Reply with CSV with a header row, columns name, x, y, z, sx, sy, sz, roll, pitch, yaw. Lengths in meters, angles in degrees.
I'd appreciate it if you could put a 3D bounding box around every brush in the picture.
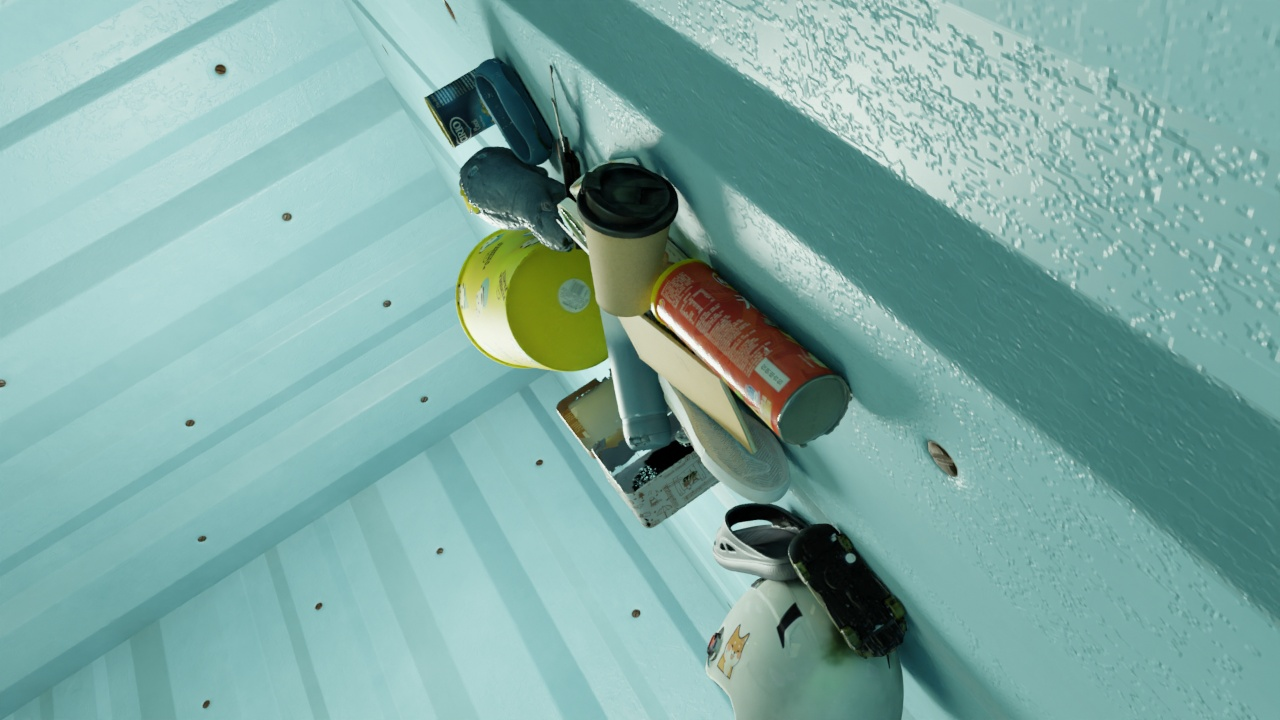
name,x,y,z,sx,sy,sz,roll,pitch,yaw
brush,-0.159,-0.313,1.158,0.144,0.055,0.073,59,174,-17

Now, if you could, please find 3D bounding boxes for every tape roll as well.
name,x,y,z,sx,sy,sz,roll,pitch,yaw
tape roll,-0.060,-0.143,1.018,0.086,0.014,0.086,50,174,6

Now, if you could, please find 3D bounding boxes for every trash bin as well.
name,x,y,z,sx,sy,sz,roll,pitch,yaw
trash bin,-0.137,-0.088,1.343,0.229,0.229,0.255,60,166,-16

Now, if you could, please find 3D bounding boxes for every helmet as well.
name,x,y,z,sx,sy,sz,roll,pitch,yaw
helmet,0.203,0.340,1.079,0.273,0.230,0.157,-97,19,-66

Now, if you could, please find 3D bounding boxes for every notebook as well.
name,x,y,z,sx,sy,sz,roll,pitch,yaw
notebook,0.040,0.005,1.008,0.211,0.012,0.149,41,168,39

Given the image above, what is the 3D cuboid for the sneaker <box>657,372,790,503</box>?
name,x,y,z,sx,sy,sz,roll,pitch,yaw
sneaker,0.091,0.091,1.092,0.242,0.089,0.091,55,157,40

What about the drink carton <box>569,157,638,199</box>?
name,x,y,z,sx,sy,sz,roll,pitch,yaw
drink carton,-0.031,-0.176,0.946,0.045,0.053,0.122,56,172,-18

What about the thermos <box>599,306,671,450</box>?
name,x,y,z,sx,sy,sz,roll,pitch,yaw
thermos,-0.007,0.007,1.186,0.070,0.070,0.220,129,130,-81

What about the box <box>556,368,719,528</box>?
name,x,y,z,sx,sy,sz,roll,pitch,yaw
box,0.009,0.093,1.292,0.260,0.177,0.082,45,165,50

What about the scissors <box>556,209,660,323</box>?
name,x,y,z,sx,sy,sz,roll,pitch,yaw
scissors,-0.031,-0.093,0.989,0.159,0.014,0.181,37,168,48

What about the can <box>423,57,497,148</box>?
name,x,y,z,sx,sy,sz,roll,pitch,yaw
can,-0.220,-0.342,1.216,0.075,0.111,0.075,57,174,10

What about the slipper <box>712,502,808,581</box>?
name,x,y,z,sx,sy,sz,roll,pitch,yaw
slipper,0.164,0.223,1.190,0.268,0.110,0.083,163,90,-76

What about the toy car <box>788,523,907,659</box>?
name,x,y,z,sx,sy,sz,roll,pitch,yaw
toy car,0.225,0.249,1.004,0.158,0.070,0.042,56,173,27

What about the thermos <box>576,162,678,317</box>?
name,x,y,z,sx,sy,sz,roll,pitch,yaw
thermos,-0.014,-0.111,0.865,0.093,0.093,0.143,52,154,33

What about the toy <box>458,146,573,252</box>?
name,x,y,z,sx,sy,sz,roll,pitch,yaw
toy,-0.173,-0.231,1.242,0.356,0.137,0.091,-123,46,-56

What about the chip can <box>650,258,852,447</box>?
name,x,y,z,sx,sy,sz,roll,pitch,yaw
chip can,0.089,-0.013,0.802,0.216,0.073,0.073,47,167,47

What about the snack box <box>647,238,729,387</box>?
name,x,y,z,sx,sy,sz,roll,pitch,yaw
snack box,0.028,-0.070,1.028,0.178,0.045,0.183,49,169,41

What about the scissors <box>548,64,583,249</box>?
name,x,y,z,sx,sy,sz,roll,pitch,yaw
scissors,-0.081,-0.222,1.057,0.224,0.022,0.204,-106,7,-89
